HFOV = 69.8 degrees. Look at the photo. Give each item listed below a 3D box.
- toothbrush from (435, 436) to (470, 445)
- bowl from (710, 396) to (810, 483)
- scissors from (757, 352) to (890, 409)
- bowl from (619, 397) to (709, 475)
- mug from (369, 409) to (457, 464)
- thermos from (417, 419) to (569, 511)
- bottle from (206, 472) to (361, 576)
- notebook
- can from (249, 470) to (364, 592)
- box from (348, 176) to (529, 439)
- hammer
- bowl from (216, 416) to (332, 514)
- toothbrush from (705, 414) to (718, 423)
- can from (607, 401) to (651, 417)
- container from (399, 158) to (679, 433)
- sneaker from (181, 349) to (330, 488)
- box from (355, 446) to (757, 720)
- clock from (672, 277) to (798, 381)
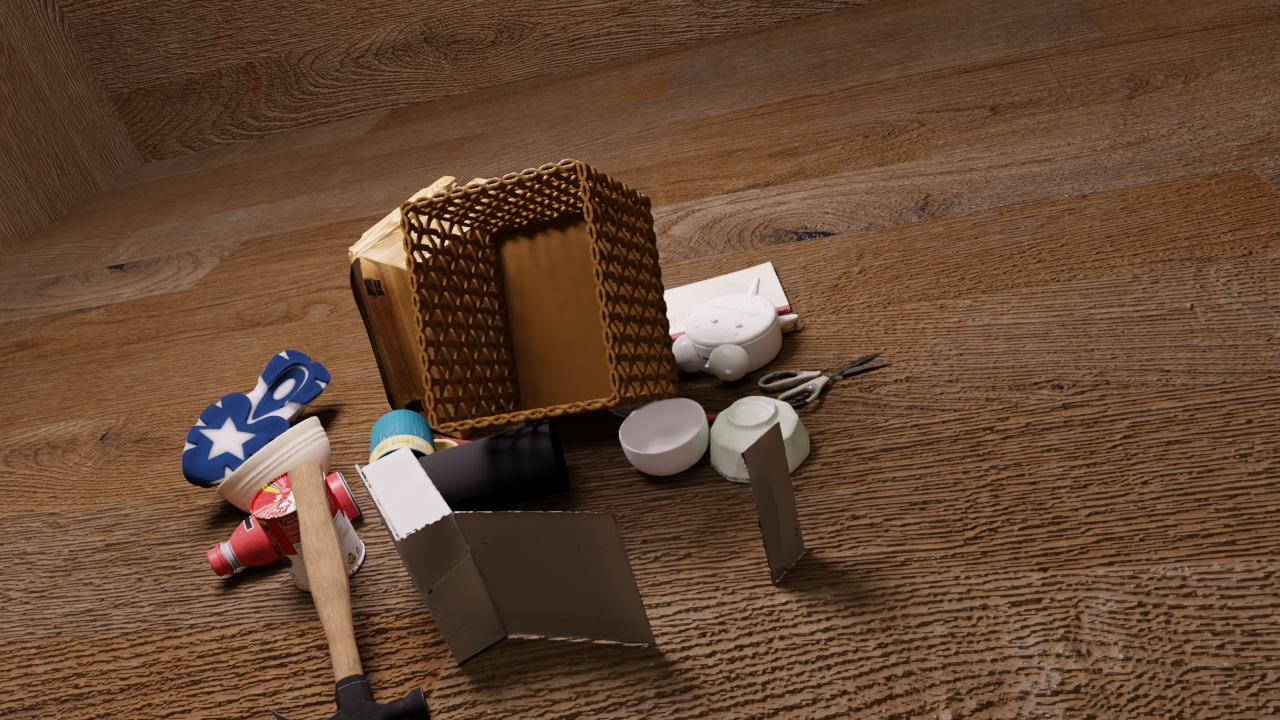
[{"bbox_3d":[-0.193,0.112,1.192,0.190,0.016,0.016,4,37,30],"label":"toothbrush"},{"bbox_3d":[0.131,0.080,1.044,0.117,0.061,0.117,-12,32,7],"label":"bowl"},{"bbox_3d":[0.225,0.025,1.134,0.163,0.012,0.153,-1,28,25],"label":"scissors"},{"bbox_3d":[0.031,0.094,1.076,0.105,0.054,0.104,-14,31,8],"label":"bowl"},{"bbox_3d":[-0.287,0.122,1.172,0.113,0.083,0.107,0,23,-16],"label":"mug"},{"bbox_3d":[-0.191,0.138,1.080,0.198,0.086,0.086,-16,31,1],"label":"thermos"},{"bbox_3d":[-0.434,0.203,1.115,0.176,0.062,0.062,-28,33,-19],"label":"bottle"},{"bbox_3d":[0.108,-0.086,1.374,0.209,0.012,0.152,-14,32,5],"label":"notebook"},{"bbox_3d":[-0.379,0.194,1.050,0.087,0.116,0.086,-12,31,7],"label":"can"},{"bbox_3d":[-0.259,-0.072,1.259,0.168,0.280,0.244,15,42,26],"label":"box"},{"bbox_3d":[-0.313,0.232,0.913,0.132,0.040,0.305,-17,55,-15],"label":"hammer"},{"bbox_3d":[-0.455,0.148,1.179,0.151,0.075,0.150,-39,3,3],"label":"bowl"},{"bbox_3d":[0.084,0.073,1.126,0.185,0.015,0.015,-5,35,16],"label":"toothbrush"},{"bbox_3d":[-0.007,0.007,1.203,0.088,0.088,0.139,-10,31,11],"label":"can"},{"bbox_3d":[-0.104,-0.062,1.040,0.220,0.251,0.214,-10,-3,19],"label":"container"},{"bbox_3d":[-0.550,0.103,1.297,0.133,0.103,0.268,-51,8,35],"label":"sneaker"},{"bbox_3d":[-0.095,0.212,0.831,0.480,0.166,0.118,11,40,39],"label":"box"},{"bbox_3d":[0.122,-0.041,1.229,0.125,0.073,0.160,13,43,39],"label":"clock"}]
